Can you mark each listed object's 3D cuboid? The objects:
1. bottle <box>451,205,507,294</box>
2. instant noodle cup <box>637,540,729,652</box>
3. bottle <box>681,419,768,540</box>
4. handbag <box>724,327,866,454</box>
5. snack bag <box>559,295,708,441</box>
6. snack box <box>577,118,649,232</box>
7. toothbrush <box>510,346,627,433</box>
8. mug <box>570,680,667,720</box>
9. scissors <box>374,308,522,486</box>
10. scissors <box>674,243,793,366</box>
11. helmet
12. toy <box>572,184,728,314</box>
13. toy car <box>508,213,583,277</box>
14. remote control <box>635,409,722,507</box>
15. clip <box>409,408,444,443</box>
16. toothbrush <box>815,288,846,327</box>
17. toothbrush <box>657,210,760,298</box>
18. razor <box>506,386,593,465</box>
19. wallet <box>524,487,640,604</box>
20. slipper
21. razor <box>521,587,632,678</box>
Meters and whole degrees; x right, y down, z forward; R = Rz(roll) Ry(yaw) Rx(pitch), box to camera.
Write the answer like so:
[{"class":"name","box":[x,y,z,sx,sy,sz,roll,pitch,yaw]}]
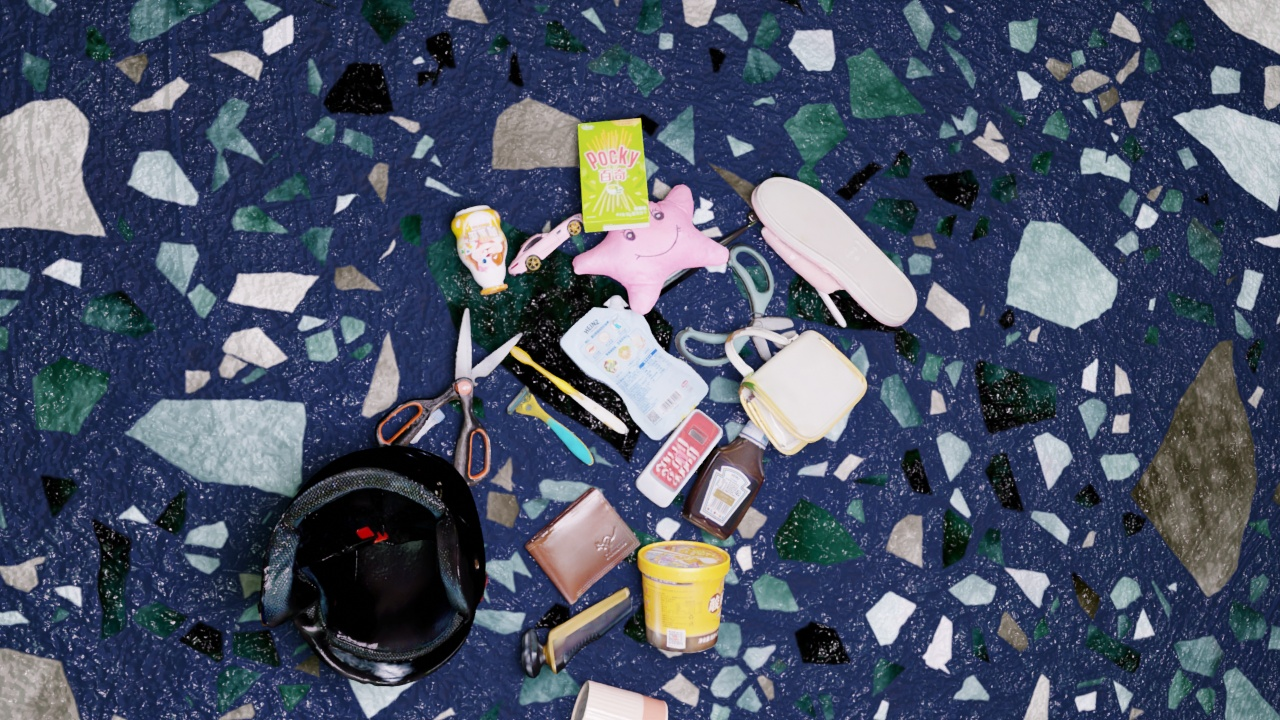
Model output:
[{"class":"bottle","box":[-0.200,-0.140,1.168,0.063,0.063,0.108,-16,91,-12]},{"class":"instant noodle cup","box":[0.054,0.304,1.181,0.118,0.118,0.114,0,95,-12]},{"class":"bottle","box":[0.132,0.142,1.236,0.080,0.044,0.194,32,82,-9]},{"class":"handbag","box":[0.193,0.021,1.223,0.178,0.063,0.162,48,53,8]},{"class":"snack bag","box":[-0.007,0.007,1.216,0.110,0.039,0.191,-45,95,-4]},{"class":"snack box","box":[-0.036,-0.241,1.188,0.086,0.026,0.156,-4,66,1]},{"class":"toothbrush","box":[-0.094,0.040,1.209,0.191,0.018,0.016,37,84,-10]},{"class":"mug","box":[-0.035,0.475,1.178,0.106,0.081,0.115,20,114,-8]},{"class":"scissors","box":[-0.236,0.054,1.158,0.227,0.022,0.221,-17,100,-18]},{"class":"scissors","box":[0.123,-0.073,1.255,0.171,0.019,0.170,-9,88,-10]},{"class":"helmet","box":[-0.293,0.228,1.057,0.233,0.229,0.275,-1,113,-2]},{"class":"toy","box":[0.000,-0.158,1.203,0.194,0.075,0.178,-31,80,-12]},{"class":"toy car","box":[-0.123,-0.152,1.189,0.122,0.056,0.037,-41,103,-10]},{"class":"remote control","box":[0.052,0.131,1.231,0.056,0.020,0.136,41,81,-8]},{"class":"clip","box":[-0.277,0.082,1.167,0.058,0.036,0.026,-42,102,-9]},{"class":"toothbrush","box":[0.233,-0.119,1.279,0.016,0.016,0.180,-36,95,-3]},{"class":"toothbrush","box":[0.083,-0.142,1.244,0.212,0.026,0.027,-36,101,-11]},{"class":"razor","box":[-0.112,0.090,1.195,0.132,0.028,0.043,40,104,-4]},{"class":"wallet","box":[-0.074,0.241,1.198,0.124,0.032,0.101,-40,98,-9]},{"class":"slipper","box":[0.260,-0.145,1.255,0.274,0.055,0.113,39,58,-2]},{"class":"razor","box":[-0.082,0.347,1.185,0.167,0.062,0.067,-30,63,-16]}]
